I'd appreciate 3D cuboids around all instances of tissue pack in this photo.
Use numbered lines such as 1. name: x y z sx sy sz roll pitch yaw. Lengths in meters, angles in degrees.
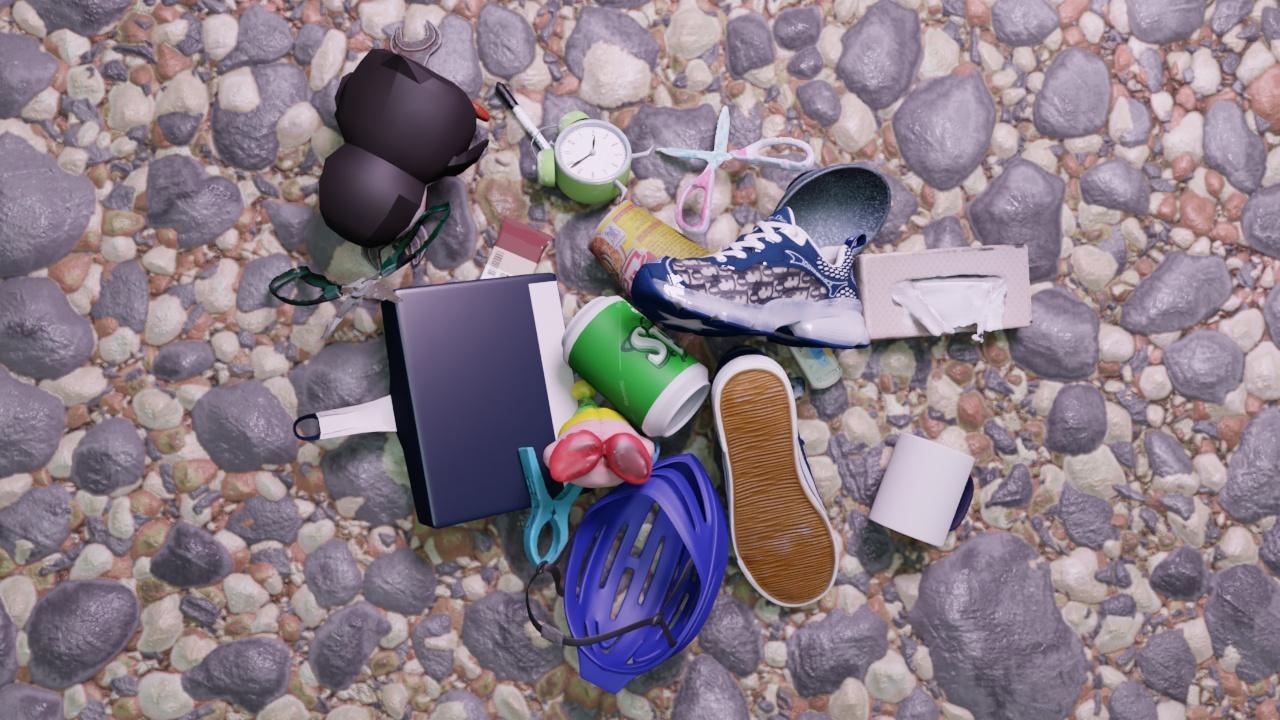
1. tissue pack: 0.320 -0.068 0.964 0.181 0.071 0.104 -3 89 -5

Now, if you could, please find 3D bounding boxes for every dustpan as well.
1. dustpan: -0.206 0.046 0.933 0.272 0.080 0.236 -9 89 -27

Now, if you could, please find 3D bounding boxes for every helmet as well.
1. helmet: -0.013 0.198 0.874 0.148 0.227 0.241 18 88 25

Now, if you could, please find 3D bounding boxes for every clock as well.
1. clock: -0.057 -0.209 0.953 0.119 0.043 0.094 27 66 6

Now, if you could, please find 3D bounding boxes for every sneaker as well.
1. sneaker: 0.137 0.114 0.952 0.121 0.127 0.295 -15 110 3
2. sneaker: 0.114 -0.086 0.882 0.269 0.103 0.132 6 89 -30

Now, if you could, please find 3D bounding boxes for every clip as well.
1. clip: -0.084 0.151 0.925 0.097 0.026 0.116 12 80 -23

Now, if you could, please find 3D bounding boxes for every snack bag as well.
1. snack bag: -0.149 -0.071 0.977 0.057 0.013 0.158 22 89 1

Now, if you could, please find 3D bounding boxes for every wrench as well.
1. wrench: -0.251 -0.228 0.977 0.070 0.010 0.273 6 89 -1

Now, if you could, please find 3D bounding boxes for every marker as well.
1. marker: -0.108 -0.236 0.981 0.011 0.011 0.152 -37 91 -2

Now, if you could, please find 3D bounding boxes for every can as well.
1. can: -0.005 0.005 0.910 0.140 0.088 0.088 40 88 17

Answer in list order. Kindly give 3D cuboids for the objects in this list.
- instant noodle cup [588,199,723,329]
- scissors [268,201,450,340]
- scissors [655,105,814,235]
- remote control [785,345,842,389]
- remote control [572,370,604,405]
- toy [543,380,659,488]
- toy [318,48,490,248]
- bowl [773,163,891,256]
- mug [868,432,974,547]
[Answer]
1. instant noodle cup: 0.008 -0.103 0.946 0.112 0.100 0.100 40 89 7
2. scissors: -0.291 -0.094 0.932 0.206 0.015 0.201 5 48 29
3. scissors: 0.094 -0.199 0.945 0.177 0.013 0.170 1 59 18
4. remote control: 0.171 -0.027 0.982 0.038 0.018 0.125 -30 88 -1
5. remote control: -0.089 0.051 0.974 0.074 0.019 0.151 34 88 -1
6. toy: -0.036 0.073 0.902 0.124 0.131 0.097 -2 96 -10
7. toy: -0.250 -0.201 0.899 0.159 0.140 0.184 27 90 4
8. bowl: 0.185 -0.161 0.953 0.137 0.137 0.057 -21 50 -2
9. mug: 0.304 0.138 0.960 0.111 0.079 0.097 21 89 -29
